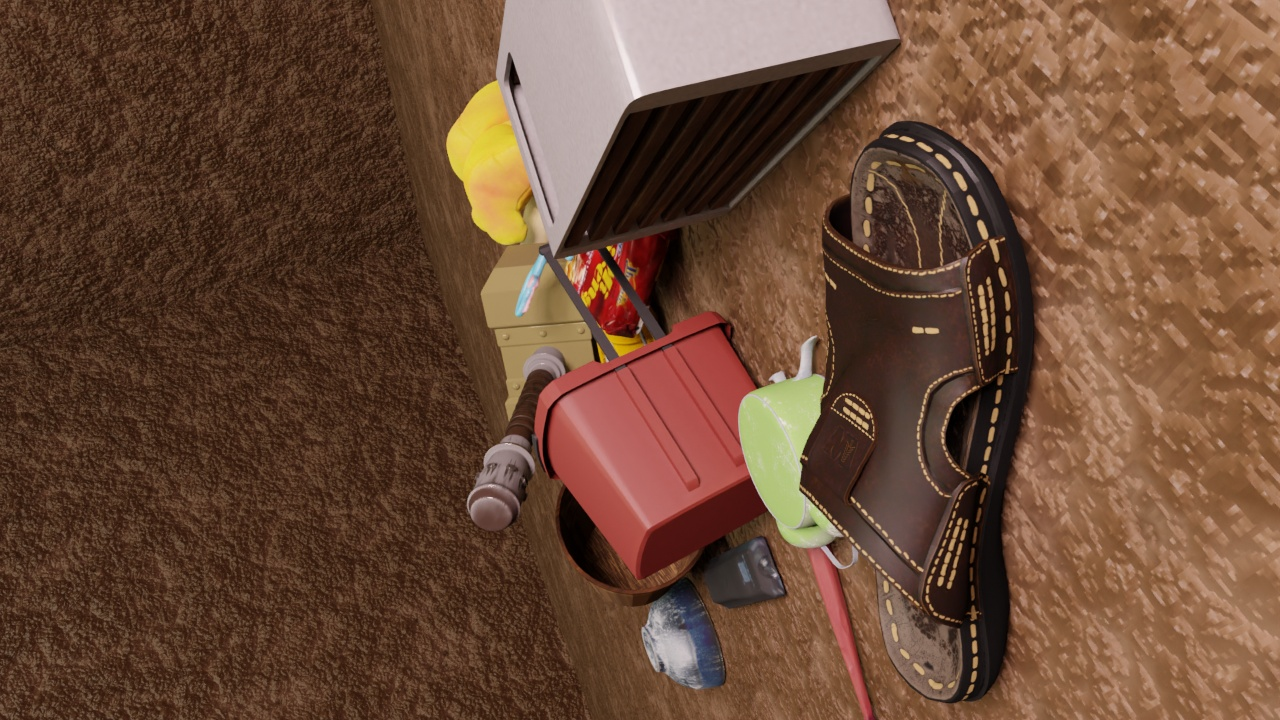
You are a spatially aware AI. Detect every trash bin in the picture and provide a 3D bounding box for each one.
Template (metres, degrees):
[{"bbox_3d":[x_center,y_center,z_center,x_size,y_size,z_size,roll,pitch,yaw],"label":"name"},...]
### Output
[{"bbox_3d":[0.007,-0.145,0.450,0.229,0.114,0.114,146,107,-75],"label":"trash bin"}]

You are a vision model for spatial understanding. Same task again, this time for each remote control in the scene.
[{"bbox_3d":[0.078,0.173,0.733,0.150,0.022,0.047,116,136,-69],"label":"remote control"}]

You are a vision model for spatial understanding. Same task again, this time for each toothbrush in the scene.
[{"bbox_3d":[0.123,0.156,0.559,0.016,0.016,0.190,163,90,-71],"label":"toothbrush"}]

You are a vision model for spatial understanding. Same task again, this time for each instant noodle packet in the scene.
[{"bbox_3d":[-0.021,-0.082,0.721,0.099,0.039,0.135,-68,27,16],"label":"instant noodle packet"}]

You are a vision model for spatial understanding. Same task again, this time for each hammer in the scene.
[{"bbox_3d":[-0.095,0.037,0.806,0.324,0.101,0.190,-80,-16,-62],"label":"hammer"}]

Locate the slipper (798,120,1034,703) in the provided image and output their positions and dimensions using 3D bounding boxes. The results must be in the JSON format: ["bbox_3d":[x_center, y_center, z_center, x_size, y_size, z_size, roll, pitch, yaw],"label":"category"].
[{"bbox_3d":[0.103,0.038,0.376,0.113,0.075,0.268,-133,30,-59],"label":"slipper"}]

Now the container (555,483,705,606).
[{"bbox_3d":[-0.007,0.165,0.854,0.167,0.132,0.132,91,158,-66],"label":"container"}]

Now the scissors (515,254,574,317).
[{"bbox_3d":[-0.071,-0.098,0.764,0.134,0.015,0.135,14,86,67],"label":"scissors"}]

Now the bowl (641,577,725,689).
[{"bbox_3d":[0.037,0.288,0.943,0.114,0.060,0.114,162,90,-75],"label":"bowl"}]

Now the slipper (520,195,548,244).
[{"bbox_3d":[-0.095,-0.066,1.013,0.111,0.079,0.262,-85,2,-67],"label":"slipper"}]

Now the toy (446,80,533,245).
[{"bbox_3d":[-0.151,-0.208,0.943,0.135,0.087,0.193,-51,36,23],"label":"toy"}]

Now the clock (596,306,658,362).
[{"bbox_3d":[-0.005,0.005,0.799,0.152,0.052,0.113,104,146,-70],"label":"clock"}]

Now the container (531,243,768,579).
[{"bbox_3d":[-0.003,0.025,0.621,0.200,0.148,0.127,55,158,27],"label":"container"}]

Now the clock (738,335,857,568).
[{"bbox_3d":[0.092,0.057,0.509,0.094,0.042,0.119,112,139,-69],"label":"clock"}]
